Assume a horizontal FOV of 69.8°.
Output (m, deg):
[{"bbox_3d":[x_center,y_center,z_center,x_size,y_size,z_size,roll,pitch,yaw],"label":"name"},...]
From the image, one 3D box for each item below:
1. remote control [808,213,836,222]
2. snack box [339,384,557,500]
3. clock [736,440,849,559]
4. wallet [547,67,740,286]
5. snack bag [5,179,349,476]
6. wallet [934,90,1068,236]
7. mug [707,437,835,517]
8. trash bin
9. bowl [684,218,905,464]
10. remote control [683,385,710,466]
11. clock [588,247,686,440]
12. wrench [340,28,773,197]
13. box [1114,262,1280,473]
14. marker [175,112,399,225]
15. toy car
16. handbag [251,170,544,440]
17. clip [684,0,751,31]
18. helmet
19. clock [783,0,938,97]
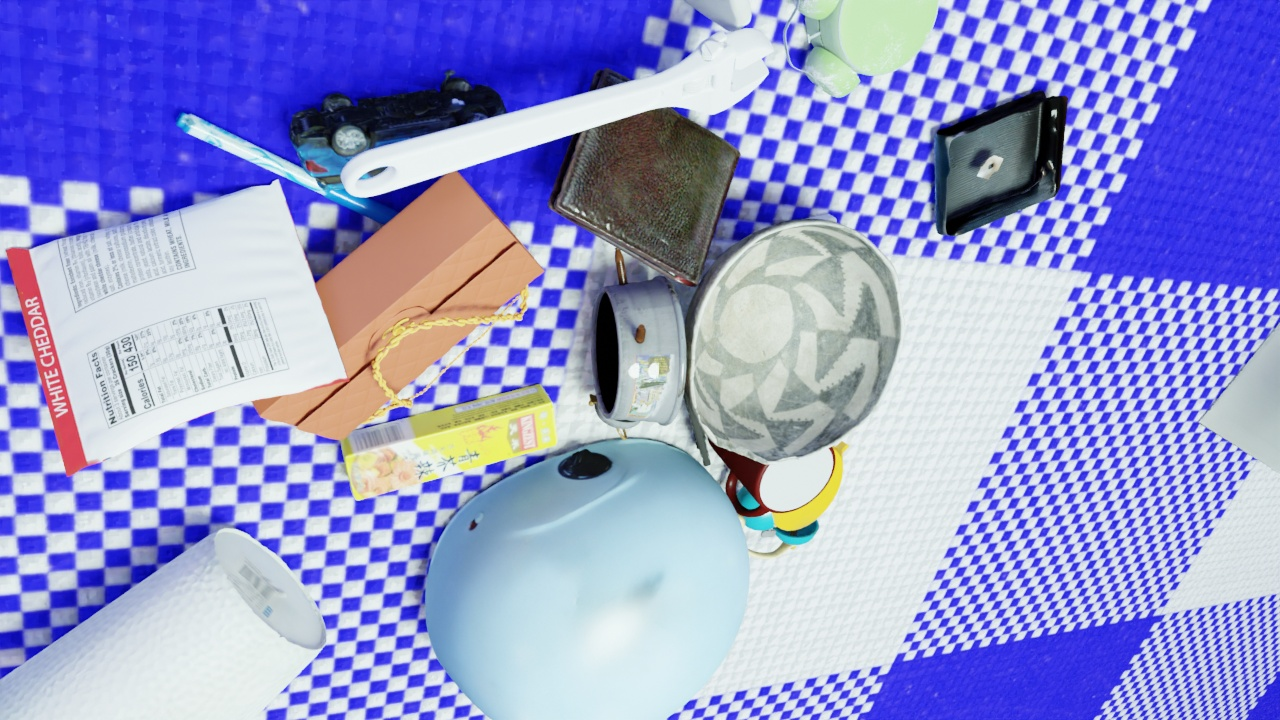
[{"bbox_3d":[0.126,-0.048,0.727,0.050,0.011,0.136,-14,125,-19],"label":"remote control"},{"bbox_3d":[-0.134,0.057,0.650,0.147,0.029,0.040,-15,125,-19],"label":"snack box"},{"bbox_3d":[0.133,0.120,0.816,0.099,0.044,0.130,27,96,-41],"label":"clock"},{"bbox_3d":[0.005,-0.116,0.591,0.120,0.031,0.099,24,78,-34],"label":"wallet"},{"bbox_3d":[-0.248,-0.024,0.492,0.144,0.130,0.039,-20,167,-16],"label":"snack bag"},{"bbox_3d":[0.283,-0.157,0.730,0.115,0.026,0.089,-22,126,-13],"label":"wallet"},{"bbox_3d":[0.100,0.085,0.752,0.073,0.082,0.106,6,116,-30],"label":"mug"},{"bbox_3d":[-0.303,0.201,0.596,0.161,0.133,0.133,-40,129,-6],"label":"trash bin"},{"bbox_3d":[0.099,-0.020,0.671,0.178,0.081,0.179,-9,112,-22],"label":"bowl"},{"bbox_3d":[0.036,0.024,0.715,0.009,0.030,0.140,-15,127,5],"label":"remote control"},{"bbox_3d":[-0.004,0.004,0.643,0.056,0.103,0.148,-2,135,-15],"label":"clock"},{"bbox_3d":[-0.036,-0.139,0.518,0.272,0.018,0.066,-23,168,-24],"label":"wrench"},{"bbox_3d":[0.757,0.051,1.032,0.171,0.380,0.167,14,112,-51],"label":"box"},{"bbox_3d":[-0.194,-0.105,0.529,0.141,0.013,0.013,24,106,-36],"label":"marker"},{"bbox_3d":[-0.135,-0.129,0.521,0.120,0.056,0.044,-15,131,-15],"label":"toy car"},{"bbox_3d":[-0.143,-0.020,0.563,0.172,0.060,0.109,-40,161,0],"label":"handbag"},{"bbox_3d":[0.032,-0.246,0.496,0.075,0.124,0.144,-50,153,13],"label":"clip"},{"bbox_3d":[-0.019,0.186,0.707,0.265,0.167,0.226,-26,119,-22],"label":"helmet"},{"bbox_3d":[0.146,-0.230,0.605,0.119,0.042,0.094,-29,127,-8],"label":"clock"}]
